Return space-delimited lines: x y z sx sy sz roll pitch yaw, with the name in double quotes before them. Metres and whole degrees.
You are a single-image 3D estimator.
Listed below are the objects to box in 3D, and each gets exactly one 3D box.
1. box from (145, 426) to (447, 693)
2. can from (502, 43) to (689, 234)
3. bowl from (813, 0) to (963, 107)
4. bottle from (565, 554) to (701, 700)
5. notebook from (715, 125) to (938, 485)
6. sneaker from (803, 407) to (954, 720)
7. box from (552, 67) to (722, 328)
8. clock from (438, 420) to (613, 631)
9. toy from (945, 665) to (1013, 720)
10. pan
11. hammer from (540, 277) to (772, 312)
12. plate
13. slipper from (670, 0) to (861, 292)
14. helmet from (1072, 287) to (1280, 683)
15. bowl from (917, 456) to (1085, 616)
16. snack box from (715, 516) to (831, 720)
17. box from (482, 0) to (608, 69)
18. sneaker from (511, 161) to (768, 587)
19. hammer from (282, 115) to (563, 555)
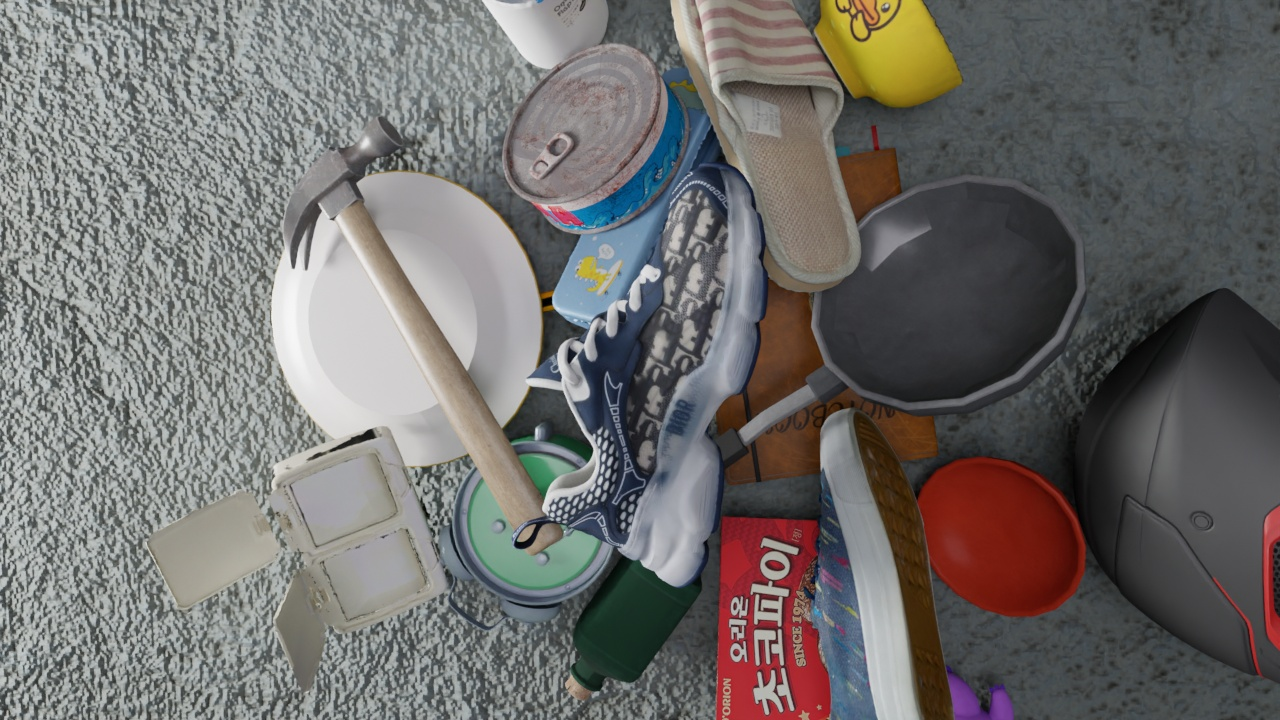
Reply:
"box" -0.231 0.147 0.668 0.185 0.095 0.145 -31 112 -33
"can" -0.033 -0.157 0.649 0.130 0.044 0.129 -14 61 27
"bowl" 0.163 -0.223 0.631 0.068 0.117 0.117 -31 92 21
"bottle" -0.013 0.204 0.704 0.061 0.061 0.131 35 97 -1
"notebook" 0.118 -0.037 0.697 0.178 0.014 0.249 -9 94 5
"sneaker" 0.152 0.151 0.639 0.079 0.087 0.235 -23 60 33
"box" 0.001 -0.119 0.650 0.066 0.049 0.209 21 76 20
"clock" -0.088 0.134 0.697 0.122 0.075 0.162 36 96 2
"toy" 0.249 0.293 0.692 0.088 0.056 0.106 35 98 -3
"pan" 0.136 0.012 0.637 0.358 0.041 0.178 -37 47 12
"hammer" -0.027 -0.050 0.688 0.321 0.036 0.123 -10 94 12
"plate" -0.185 -0.029 0.702 0.230 0.021 0.230 2 97 14
"slipper" 0.090 -0.175 0.623 0.114 0.052 0.262 -11 80 -30
"helmet" 0.381 0.084 0.608 0.170 0.163 0.265 6 108 46
"bowl" 0.264 0.123 0.667 0.122 0.035 0.122 18 117 38
"snack box" 0.124 0.196 0.674 0.133 0.036 0.151 2 69 5
"box" -0.091 -0.269 0.626 0.112 0.162 0.084 33 90 14
"sneaker" -0.003 0.003 0.581 0.132 0.103 0.269 11 96 -4
"hammer" -0.150 -0.009 0.663 0.119 0.030 0.331 -34 84 14
